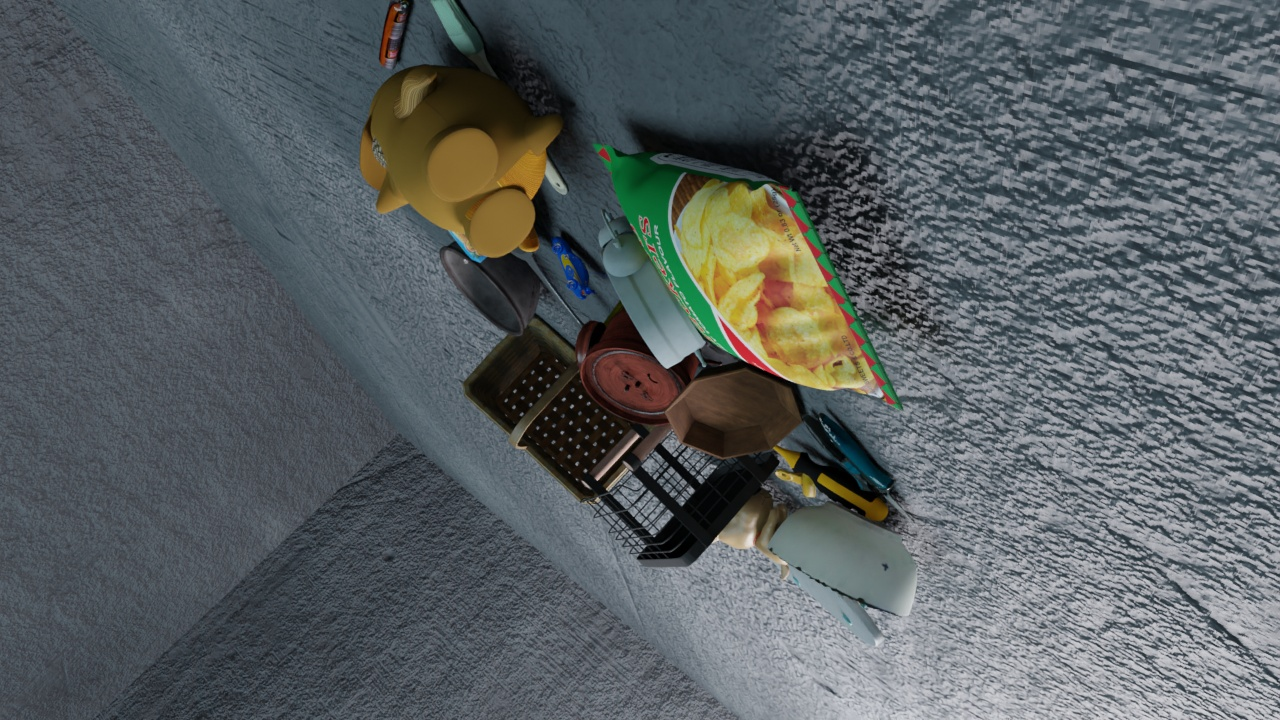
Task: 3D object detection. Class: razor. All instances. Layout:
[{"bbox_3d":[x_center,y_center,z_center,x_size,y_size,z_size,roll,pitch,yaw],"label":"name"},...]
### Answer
[{"bbox_3d":[0.005,-0.019,1.022,0.106,0.042,0.026,41,161,-20],"label":"razor"}]

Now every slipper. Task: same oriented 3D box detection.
[{"bbox_3d":[0.225,0.263,1.144,0.098,0.054,0.269,54,170,-20],"label":"slipper"}]

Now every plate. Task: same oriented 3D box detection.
[{"bbox_3d":[0.091,0.045,0.896,0.131,0.025,0.131,1,136,0],"label":"plate"}]

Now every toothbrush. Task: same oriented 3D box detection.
[{"bbox_3d":[0.167,0.106,0.944,0.197,0.031,0.031,32,-170,27],"label":"toothbrush"}]

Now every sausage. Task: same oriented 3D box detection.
[{"bbox_3d":[-0.247,-0.326,0.914,0.020,0.020,0.155,48,161,-9],"label":"sausage"}]

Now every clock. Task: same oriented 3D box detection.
[{"bbox_3d":[0.006,-0.066,0.822,0.159,0.045,0.122,58,-172,-25],"label":"clock"},{"bbox_3d":[-0.006,0.005,0.958,0.158,0.072,0.120,-17,127,41],"label":"clock"}]

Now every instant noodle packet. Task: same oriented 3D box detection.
[{"bbox_3d":[0.072,-0.069,0.685,0.253,0.090,0.195,31,160,54],"label":"instant noodle packet"}]

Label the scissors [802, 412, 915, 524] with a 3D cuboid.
[{"bbox_3d":[0.211,0.102,0.869,0.129,0.019,0.137,30,158,34],"label":"scissors"}]

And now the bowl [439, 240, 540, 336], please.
[{"bbox_3d":[-0.177,-0.105,1.151,0.145,0.067,0.145,39,160,17],"label":"bowl"}]

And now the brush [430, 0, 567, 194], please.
[{"bbox_3d":[-0.125,-0.241,0.856,0.033,0.012,0.218,20,151,49],"label":"brush"}]

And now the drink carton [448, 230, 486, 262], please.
[{"bbox_3d":[-0.206,-0.170,1.022,0.129,0.044,0.039,57,164,-29],"label":"drink carton"}]

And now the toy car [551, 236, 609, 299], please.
[{"bbox_3d":[-0.052,-0.101,0.991,0.033,0.062,0.092,11,-123,-80],"label":"toy car"}]

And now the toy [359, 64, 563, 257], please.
[{"bbox_3d":[-0.180,-0.194,0.829,0.203,0.162,0.199,40,168,42],"label":"toy"}]

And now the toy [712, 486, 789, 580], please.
[{"bbox_3d":[0.140,0.200,1.100,0.108,0.133,0.106,26,122,30],"label":"toy"}]

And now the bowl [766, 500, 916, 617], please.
[{"bbox_3d":[0.212,0.192,0.928,0.153,0.073,0.153,24,179,0],"label":"bowl"}]

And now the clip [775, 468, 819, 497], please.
[{"bbox_3d":[0.175,0.118,0.990,0.047,0.039,0.053,29,158,27],"label":"clip"}]

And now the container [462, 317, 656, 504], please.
[{"bbox_3d":[-0.110,0.064,1.244,0.250,0.157,0.186,41,172,10],"label":"container"}]

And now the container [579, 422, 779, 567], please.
[{"bbox_3d":[0.034,0.139,1.081,0.130,0.162,0.242,45,161,-2],"label":"container"}]

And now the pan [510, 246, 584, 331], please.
[{"bbox_3d":[-0.139,-0.147,1.021,0.354,0.024,0.217,53,165,-14],"label":"pan"}]
